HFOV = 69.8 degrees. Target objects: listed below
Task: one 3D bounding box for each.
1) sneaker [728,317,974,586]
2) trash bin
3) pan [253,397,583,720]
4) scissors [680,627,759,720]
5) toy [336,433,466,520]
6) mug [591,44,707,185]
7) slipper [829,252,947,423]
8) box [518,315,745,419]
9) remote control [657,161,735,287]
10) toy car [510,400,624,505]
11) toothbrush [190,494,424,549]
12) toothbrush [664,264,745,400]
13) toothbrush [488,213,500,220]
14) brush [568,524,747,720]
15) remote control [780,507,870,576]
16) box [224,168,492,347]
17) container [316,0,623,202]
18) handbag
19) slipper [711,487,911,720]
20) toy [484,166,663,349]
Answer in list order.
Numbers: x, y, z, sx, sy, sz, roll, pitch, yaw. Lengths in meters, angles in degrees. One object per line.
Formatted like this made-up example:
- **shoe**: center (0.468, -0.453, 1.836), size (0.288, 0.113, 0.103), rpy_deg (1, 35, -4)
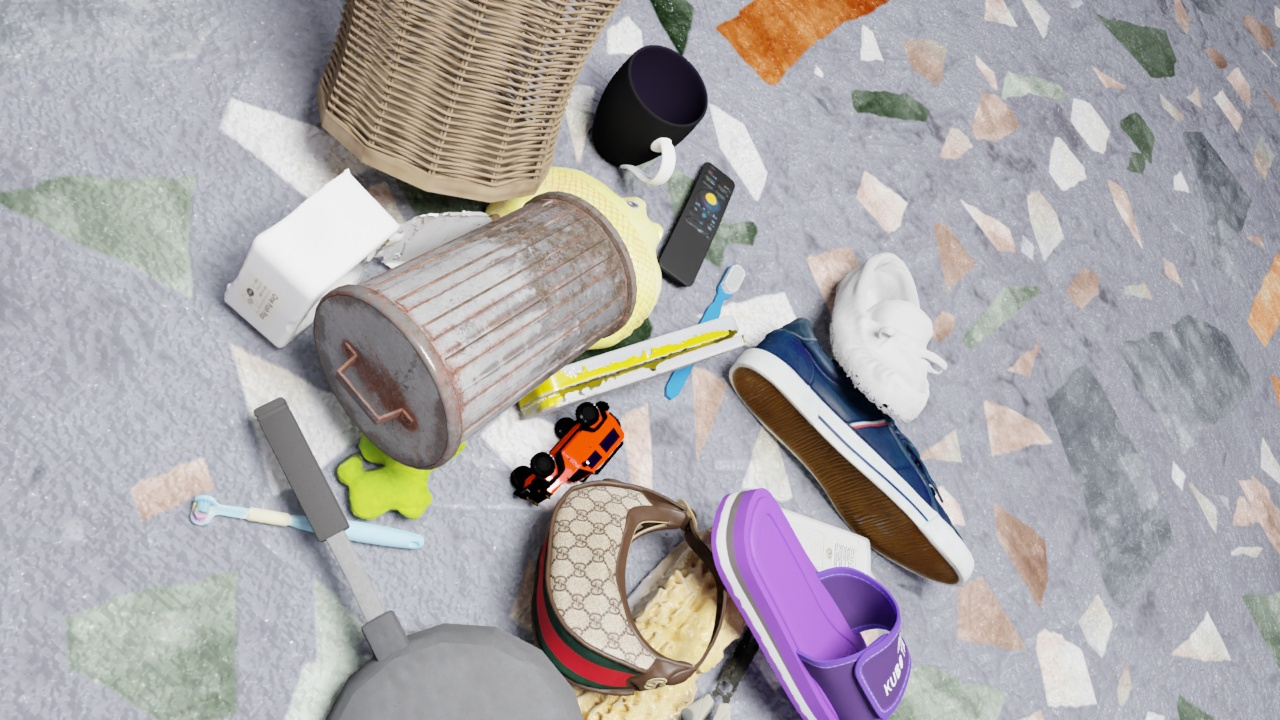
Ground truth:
- **sneaker**: center (0.219, 0.077, 0.859), size (0.127, 0.121, 0.294), rpy_deg (-42, 92, -23)
- **trash bin**: center (-0.114, -0.025, 0.641), size (0.210, 0.131, 0.131), rpy_deg (-37, 93, -41)
- **pan**: center (-0.162, 0.182, 0.591), size (0.178, 0.041, 0.357), rpy_deg (-28, 83, -13)
- **scissors**: center (0.070, 0.276, 0.725), size (0.169, 0.013, 0.131), rpy_deg (-18, 44, -27)
- **toy**: center (-0.172, 0.069, 0.667), size (0.094, 0.036, 0.093), rpy_deg (1, 76, -24)
- **mug**: center (0.003, -0.209, 0.839), size (0.084, 0.100, 0.118), rpy_deg (3, 70, -30)
- **slipper**: center (0.236, -0.027, 0.872), size (0.112, 0.075, 0.246), rpy_deg (25, 34, -5)
- **box**: center (-0.005, 0.004, 0.769), size (0.209, 0.064, 0.033), rpy_deg (-17, 84, -32)
- **remote control**: center (0.055, -0.133, 0.892), size (0.041, 0.020, 0.151), rpy_deg (35, 57, -15)
- **toy car**: center (-0.055, 0.075, 0.724), size (0.049, 0.051, 0.100), rpy_deg (45, 55, -6)
- **toothbrush**: center (-0.224, 0.113, 0.630), size (0.155, 0.016, 0.022), rpy_deg (15, 101, -25)
- **toothbrush**: center (0.061, -0.030, 0.859), size (0.016, 0.014, 0.166), rpy_deg (38, 57, -14)
- **toothbrush**: center (-0.138, -0.042, 0.731), size (0.016, 0.016, 0.166), rpy_deg (29, 66, -43)
- **brush**: center (0.010, 0.226, 0.702), size (0.083, 0.057, 0.270), rpy_deg (51, 55, -3)
- **remote control**: center (0.154, 0.174, 0.829), size (0.138, 0.026, 0.060), rpy_deg (22, 62, -25)
- **box**: center (-0.204, -0.085, 0.665), size (0.189, 0.111, 0.083), rpy_deg (-31, 91, -39)
- **container**: center (-0.124, -0.252, 0.679), size (0.226, 0.197, 0.226), rpy_deg (18, 34, -13)
- **handbag**: center (-0.006, 0.160, 0.675), size (0.138, 0.063, 0.166), rpy_deg (13, 40, -11)
- **slipper**: center (0.156, 0.206, 0.720), size (0.266, 0.084, 0.107), rpy_deg (57, 35, -25)
- **toy**: center (-0.050, -0.095, 0.789), size (0.154, 0.065, 0.170), rpy_deg (-31, 86, -20)
